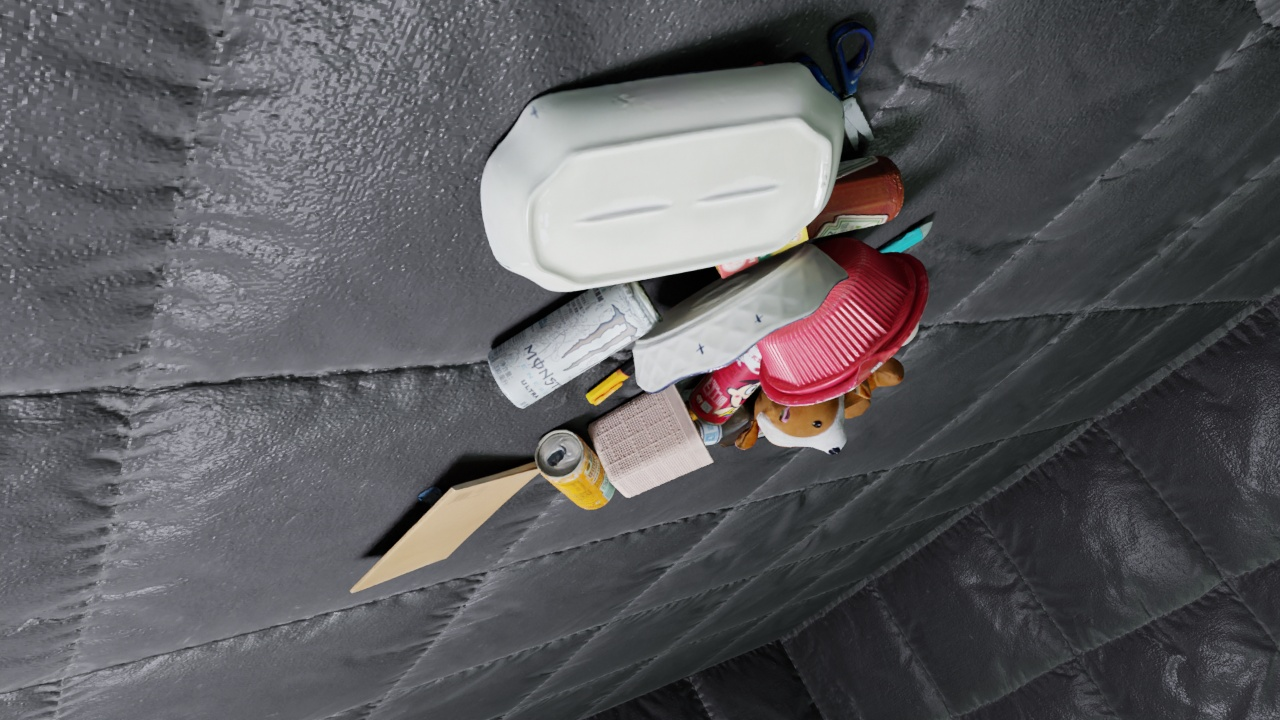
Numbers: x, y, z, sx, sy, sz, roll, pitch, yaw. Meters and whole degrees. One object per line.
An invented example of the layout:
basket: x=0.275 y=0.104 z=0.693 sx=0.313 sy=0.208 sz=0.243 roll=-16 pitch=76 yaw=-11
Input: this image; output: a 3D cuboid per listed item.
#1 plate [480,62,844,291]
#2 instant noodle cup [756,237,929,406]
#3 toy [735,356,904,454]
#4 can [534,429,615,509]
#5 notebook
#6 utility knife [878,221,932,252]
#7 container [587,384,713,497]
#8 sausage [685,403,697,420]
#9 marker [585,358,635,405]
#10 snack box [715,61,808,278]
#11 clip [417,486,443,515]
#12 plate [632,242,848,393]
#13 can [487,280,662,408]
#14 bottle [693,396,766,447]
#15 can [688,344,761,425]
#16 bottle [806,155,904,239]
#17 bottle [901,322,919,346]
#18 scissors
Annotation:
plate: x=0.025 y=-0.116 z=0.635 sx=0.265 sy=0.034 sz=0.162 roll=-11 pitch=135 yaw=-14
instant noodle cup: x=0.174 y=-0.050 z=0.874 sx=0.194 sy=0.193 sz=0.066 roll=-38 pitch=116 yaw=17
toy: x=0.216 y=0.051 z=1.109 sx=0.199 sy=0.130 sz=0.140 roll=-18 pitch=156 yaw=-31
can: x=-0.072 y=0.126 z=1.043 sx=0.058 sy=0.058 sz=0.146 roll=-29 pitch=155 yaw=0
notebook: x=-0.214 y=0.185 z=1.027 sx=0.212 sy=0.012 sz=0.149 roll=-43 pitch=163 yaw=28
utility knife: x=0.249 y=-0.107 z=0.997 sx=0.151 sy=0.012 sz=0.029 roll=-31 pitch=152 yaw=9
container: x=0.010 y=0.091 z=1.033 sx=0.111 sy=0.090 sz=0.090 roll=-26 pitch=155 yaw=2
sausage: x=0.072 y=0.056 z=1.106 sx=0.165 sy=0.021 sz=0.021 roll=-29 pitch=155 yaw=-2
marker: x=-0.006 y=0.005 z=0.937 sx=0.124 sy=0.015 sz=0.018 roll=-38 pitch=158 yaw=14
snack box: x=0.074 y=-0.136 z=0.683 sx=0.077 sy=0.027 sz=0.156 roll=-24 pitch=137 yaw=1
clip: x=-0.218 y=0.154 z=0.993 sx=0.027 sy=0.045 sz=0.058 roll=-32 pitch=161 yaw=3
plate: x=0.078 y=-0.042 z=0.801 sx=0.205 sy=0.045 sz=0.204 roll=-29 pitch=-172 yaw=5
can: x=-0.057 y=-0.019 z=0.786 sx=0.147 sy=0.058 sz=0.058 roll=-31 pitch=155 yaw=5
bottle: x=0.119 y=0.081 z=1.178 sx=0.194 sy=0.044 sz=0.080 roll=-10 pitch=149 yaw=-34
can: x=0.108 y=0.015 z=1.029 sx=0.053 sy=0.053 sz=0.133 roll=-8 pitch=148 yaw=-38
bottle: x=0.121 y=-0.127 z=0.771 sx=0.205 sy=0.059 sz=0.060 roll=-14 pitch=152 yaw=-16
bottle: x=0.234 y=-0.029 z=1.061 sx=0.189 sy=0.068 sz=0.068 roll=-17 pitch=153 yaw=-24
scissors: x=0.152 y=-0.198 z=0.723 sx=0.124 sy=0.012 sz=0.174 roll=-25 pitch=156 yaw=-12
